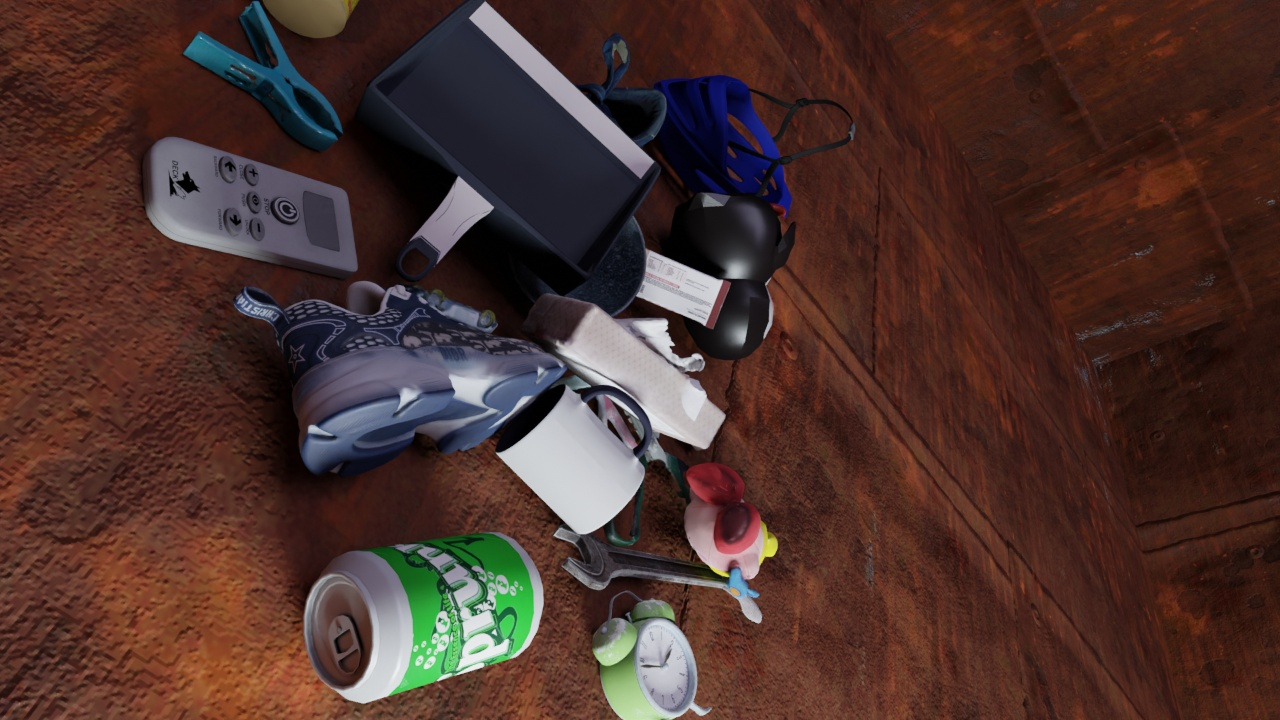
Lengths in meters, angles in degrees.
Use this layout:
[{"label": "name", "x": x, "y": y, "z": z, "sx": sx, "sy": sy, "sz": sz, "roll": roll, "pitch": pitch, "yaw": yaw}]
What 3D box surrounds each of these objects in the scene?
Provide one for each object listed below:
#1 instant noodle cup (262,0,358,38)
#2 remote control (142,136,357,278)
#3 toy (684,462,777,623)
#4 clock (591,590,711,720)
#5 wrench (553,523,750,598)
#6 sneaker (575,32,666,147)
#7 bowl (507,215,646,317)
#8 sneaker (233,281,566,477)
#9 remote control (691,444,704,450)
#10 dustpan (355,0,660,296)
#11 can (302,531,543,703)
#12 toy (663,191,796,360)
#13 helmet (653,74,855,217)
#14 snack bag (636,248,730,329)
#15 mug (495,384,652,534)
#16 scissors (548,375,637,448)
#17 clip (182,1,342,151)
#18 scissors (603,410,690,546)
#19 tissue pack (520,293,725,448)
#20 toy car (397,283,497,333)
[{"label": "instant noodle cup", "x": -0.265, "y": -0.332, "z": 0.757, "sx": 0.100, "sy": 0.101, "sz": 0.112, "roll": 33, "pitch": 54, "yaw": -39}, {"label": "remote control", "x": -0.270, "y": -0.107, "z": 0.648, "sx": 0.150, "sy": 0.019, "sz": 0.074, "roll": 12, "pitch": 58, "yaw": -51}, {"label": "toy", "x": 0.095, "y": 0.170, "z": 0.872, "sx": 0.132, "sy": 0.096, "sz": 0.124, "roll": 85, "pitch": -21, "yaw": -47}, {"label": "clock", "x": 0.004, "y": 0.250, "z": 0.760, "sx": 0.094, "sy": 0.043, "sz": 0.119, "roll": -7, "pitch": 74, "yaw": -57}, {"label": "wrench", "x": 0.021, "y": 0.189, "z": 0.835, "sx": 0.273, "sy": 0.010, "sz": 0.070, "roll": 23, "pitch": 23, "yaw": -47}, {"label": "sneaker", "x": -0.074, "y": -0.229, "z": 0.898, "sx": 0.293, "sy": 0.128, "sz": 0.120, "roll": -28, "pitch": 92, "yaw": -45}, {"label": "bowl", "x": -0.068, "y": -0.097, "z": 0.873, "sx": 0.137, "sy": 0.057, "sz": 0.137, "roll": 4, "pitch": 81, "yaw": -24}, {"label": "sneaker", "x": -0.161, "y": -0.006, "z": 0.671, "sx": 0.132, "sy": 0.103, "sz": 0.268, "roll": 53, "pitch": 23, "yaw": 14}, {"label": "remote control", "x": 0.037, "y": 0.040, "z": 0.955, "sx": 0.125, "sy": 0.018, "sz": 0.038, "roll": 60, "pitch": 12, "yaw": -23}, {"label": "dustpan", "x": -0.122, "y": -0.163, "z": 0.780, "sx": 0.236, "sy": 0.080, "sz": 0.272, "roll": 41, "pitch": 69, "yaw": -14}, {"label": "can", "x": -0.134, "y": 0.160, "z": 0.587, "sx": 0.139, "sy": 0.088, "sz": 0.087, "roll": 4, "pitch": 64, "yaw": -53}, {"label": "toy", "x": 0.095, "y": -0.094, "z": 1.049, "sx": 0.140, "sy": 0.159, "sz": 0.184, "roll": 14, "pitch": 74, "yaw": -62}, {"label": "helmet", "x": 0.143, "y": -0.288, "z": 1.164, "sx": 0.241, "sy": 0.228, "sz": 0.147, "roll": 46, "pitch": 46, "yaw": -27}, {"label": "snack bag", "x": 0.020, "y": -0.086, "z": 0.974, "sx": 0.157, "sy": 0.013, "sz": 0.057, "roll": 20, "pitch": 94, "yaw": -21}, {"label": "mug", "x": -0.045, "y": 0.070, "z": 0.748, "sx": 0.097, "sy": 0.112, "sz": 0.078, "roll": 47, "pitch": 10, "yaw": -14}, {"label": "scissors", "x": -0.030, "y": 0.029, "z": 0.894, "sx": 0.170, "sy": 0.013, "sz": 0.177, "roll": -11, "pitch": 77, "yaw": -58}, {"label": "clip", "x": -0.278, "y": -0.217, "z": 0.712, "sx": 0.116, "sy": 0.026, "sz": 0.097, "roll": 48, "pitch": 38, "yaw": -22}, {"label": "scissors", "x": 0.016, "y": 0.124, "z": 0.870, "sx": 0.202, "sy": 0.015, "sz": 0.205, "roll": 58, "pitch": 31, "yaw": -19}, {"label": "tissue pack", "x": -0.005, "y": 0.005, "z": 0.793, "sx": 0.181, "sy": 0.104, "sz": 0.071, "roll": 42, "pitch": 74, "yaw": -32}, {"label": "toy car", "x": -0.158, "y": -0.039, "z": 0.743, "sx": 0.089, "sy": 0.039, "sz": 0.027, "roll": 23, "pitch": 85, "yaw": -44}]
